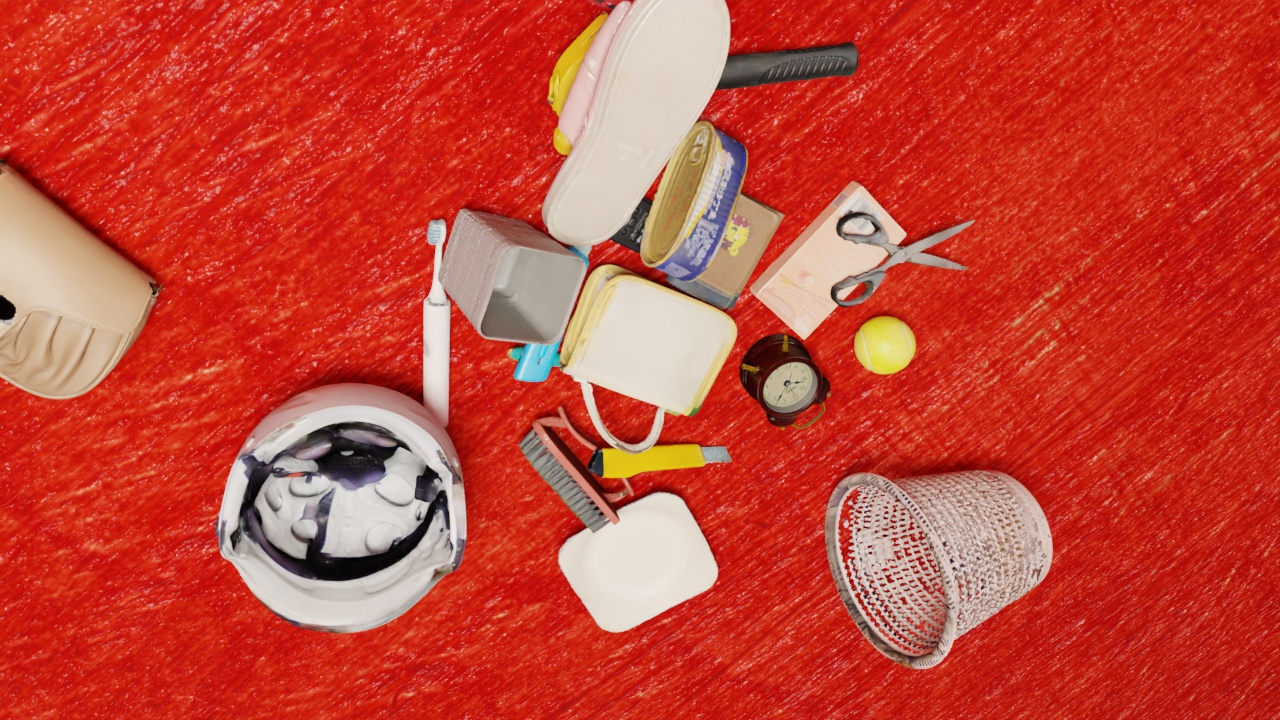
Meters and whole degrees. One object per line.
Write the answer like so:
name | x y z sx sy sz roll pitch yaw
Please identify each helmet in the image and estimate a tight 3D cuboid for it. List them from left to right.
helmet | -0.286 0.128 0.905 0.229 0.145 0.259 3 122 -13

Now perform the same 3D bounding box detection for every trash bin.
trash bin | 0.360 0.222 1.080 0.191 0.227 0.228 -12 117 -22

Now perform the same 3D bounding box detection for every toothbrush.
toothbrush | -0.203 -0.033 0.915 0.026 0.027 0.221 -22 126 -47

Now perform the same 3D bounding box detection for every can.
can | 0.052 -0.151 0.881 0.049 0.075 0.148 21 87 -32

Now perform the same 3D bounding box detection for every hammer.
hammer | 0.062 -0.266 0.852 0.300 0.032 0.129 -11 144 -14

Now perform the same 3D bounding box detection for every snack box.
snack box | 0.200 -0.105 0.978 0.084 0.026 0.157 39 101 -26

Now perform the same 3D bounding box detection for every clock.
clock | 0.162 0.027 1.015 0.082 0.055 0.122 -35 119 4

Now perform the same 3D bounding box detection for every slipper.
slipper | -0.013 -0.215 0.805 0.114 0.054 0.275 3 135 -31

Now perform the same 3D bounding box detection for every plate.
plate | -0.004 0.233 1.084 0.164 0.034 0.164 -27 118 0

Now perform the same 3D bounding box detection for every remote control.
remote control | -0.016 -0.142 0.909 0.136 0.024 0.053 24 106 -27

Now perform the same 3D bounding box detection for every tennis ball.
tennis ball | 0.270 -0.017 1.014 0.065 0.065 0.065 -5 115 -11

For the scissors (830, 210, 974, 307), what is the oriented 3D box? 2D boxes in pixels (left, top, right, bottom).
scissors | 0.272 -0.113 0.972 0.179 0.014 0.159 -44 121 6

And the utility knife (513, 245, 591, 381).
utility knife | -0.084 -0.052 0.924 0.034 0.018 0.162 21 93 -22

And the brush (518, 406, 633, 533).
brush | -0.069 0.114 0.998 0.069 0.063 0.146 -37 116 1

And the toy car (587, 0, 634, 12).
toy car | -0.024 -0.335 0.808 0.120 0.045 0.053 19 107 -19

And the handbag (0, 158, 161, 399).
handbag | -0.530 -0.064 0.782 0.148 0.099 0.204 -41 120 3

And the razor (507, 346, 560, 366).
razor | -0.075 0.001 0.961 0.132 0.028 0.043 8 94 -20

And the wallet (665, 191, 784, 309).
wallet | 0.088 -0.115 0.940 0.090 0.033 0.115 20 107 -31

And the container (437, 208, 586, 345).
container | -0.125 -0.082 0.853 0.090 0.114 0.090 7 114 -40

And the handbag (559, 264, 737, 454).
handbag | -0.006 0.006 0.947 0.163 0.063 0.179 20 100 -27

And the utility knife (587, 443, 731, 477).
utility knife | 0.024 0.110 1.019 0.192 0.015 0.033 1 90 -32
